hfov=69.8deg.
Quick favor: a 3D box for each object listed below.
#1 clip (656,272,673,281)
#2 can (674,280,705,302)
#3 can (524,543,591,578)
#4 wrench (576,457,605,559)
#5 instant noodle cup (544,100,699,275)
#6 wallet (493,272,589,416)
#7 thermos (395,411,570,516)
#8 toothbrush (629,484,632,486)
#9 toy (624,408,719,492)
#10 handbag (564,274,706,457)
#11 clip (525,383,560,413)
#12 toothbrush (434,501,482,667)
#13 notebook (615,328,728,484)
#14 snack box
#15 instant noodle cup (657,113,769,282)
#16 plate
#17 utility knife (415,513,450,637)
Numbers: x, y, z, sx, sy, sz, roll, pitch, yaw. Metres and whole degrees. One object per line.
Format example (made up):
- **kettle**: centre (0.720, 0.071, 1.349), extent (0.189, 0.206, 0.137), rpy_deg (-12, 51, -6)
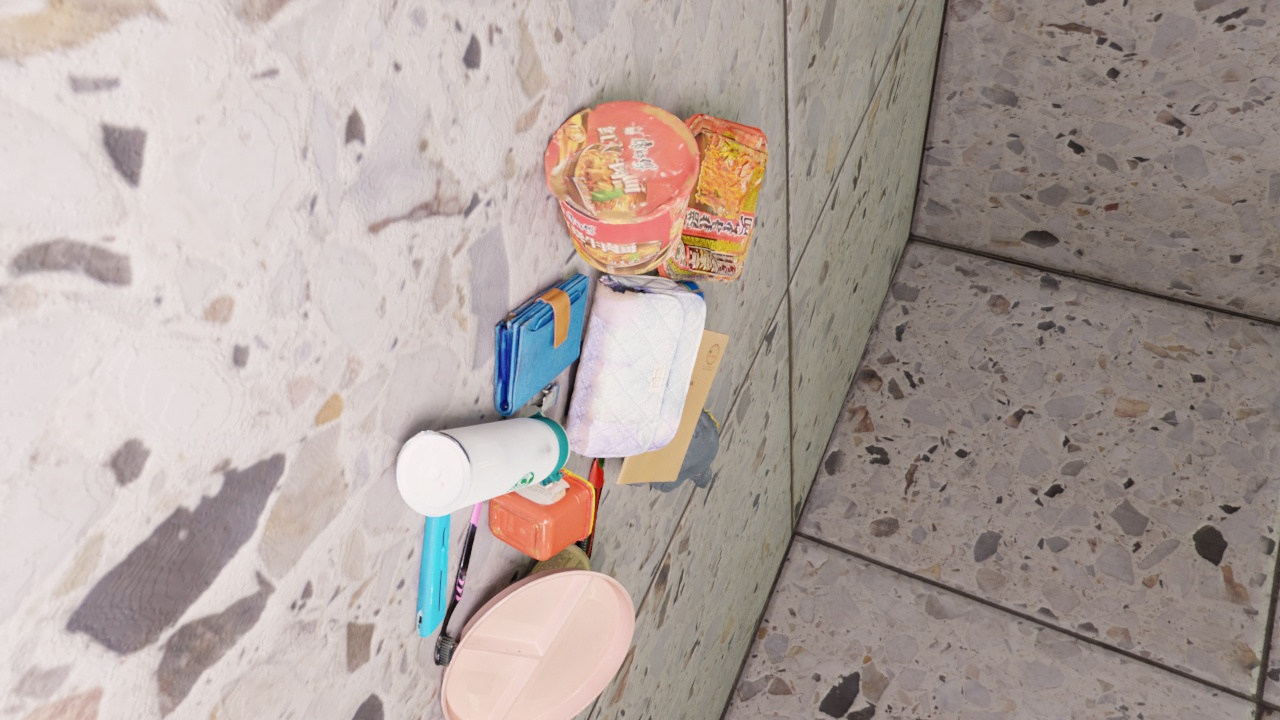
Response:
- **clip**: centre (0.044, -0.117, 1.171), extent (0.092, 0.035, 0.103), rpy_deg (2, 109, -68)
- **can**: centre (0.021, -0.064, 1.088), extent (0.134, 0.053, 0.053), rpy_deg (-16, 122, -52)
- **can**: centre (-0.107, 0.264, 1.050), extent (0.116, 0.058, 0.059), rpy_deg (-46, 147, -50)
- **wrench**: centre (-0.060, 0.171, 1.160), extent (0.056, 0.016, 0.274), rpy_deg (-34, 138, -60)
- **instant noodle cup**: centre (-0.014, -0.154, 0.853), extent (0.109, 0.138, 0.137), rpy_deg (86, 28, -62)
- **wallet**: centre (-0.093, -0.019, 0.886), extent (0.132, 0.040, 0.107), rpy_deg (-45, 151, -53)
- **thermos**: centre (-0.126, 0.089, 0.814), extent (0.224, 0.073, 0.073), rpy_deg (-2, 108, -72)
- **toothbrush**: centre (-0.018, 0.095, 1.221), extent (0.014, 0.017, 0.189), rpy_deg (-65, 159, -53)
- **toy**: centre (0.058, 0.130, 1.328), extent (0.138, 0.091, 0.356), rpy_deg (-69, 160, -4)
- **handbag**: centre (-0.006, 0.006, 0.992), extent (0.134, 0.075, 0.194), rpy_deg (-1, 111, -36)
- **clip**: centre (-0.098, 0.039, 0.947), extent (0.057, 0.031, 0.025), rpy_deg (-22, 129, -71)
- **toothbrush**: centre (-0.173, 0.211, 0.896), extent (0.014, 0.018, 0.189), rpy_deg (6, 99, -63)
- **notebook**: centre (0.043, 0.057, 1.148), extent (0.147, 0.008, 0.208), rpy_deg (9, 103, -59)
- **snack box**: centre (-0.102, 0.150, 0.929), extent (0.079, 0.091, 0.082), rpy_deg (-33, 137, -50)
- **instant noodle cup**: centre (0.069, -0.188, 1.067), extent (0.164, 0.079, 0.189), rpy_deg (-1, 107, -50)
- **plate**: centre (-0.109, 0.316, 0.987), extent (0.229, 0.028, 0.230), rpy_deg (-17, 123, -27)
- **utility knife**: centre (-0.183, 0.158, 0.825), extent (0.034, 0.018, 0.199), rpy_deg (-31, 134, -60)
